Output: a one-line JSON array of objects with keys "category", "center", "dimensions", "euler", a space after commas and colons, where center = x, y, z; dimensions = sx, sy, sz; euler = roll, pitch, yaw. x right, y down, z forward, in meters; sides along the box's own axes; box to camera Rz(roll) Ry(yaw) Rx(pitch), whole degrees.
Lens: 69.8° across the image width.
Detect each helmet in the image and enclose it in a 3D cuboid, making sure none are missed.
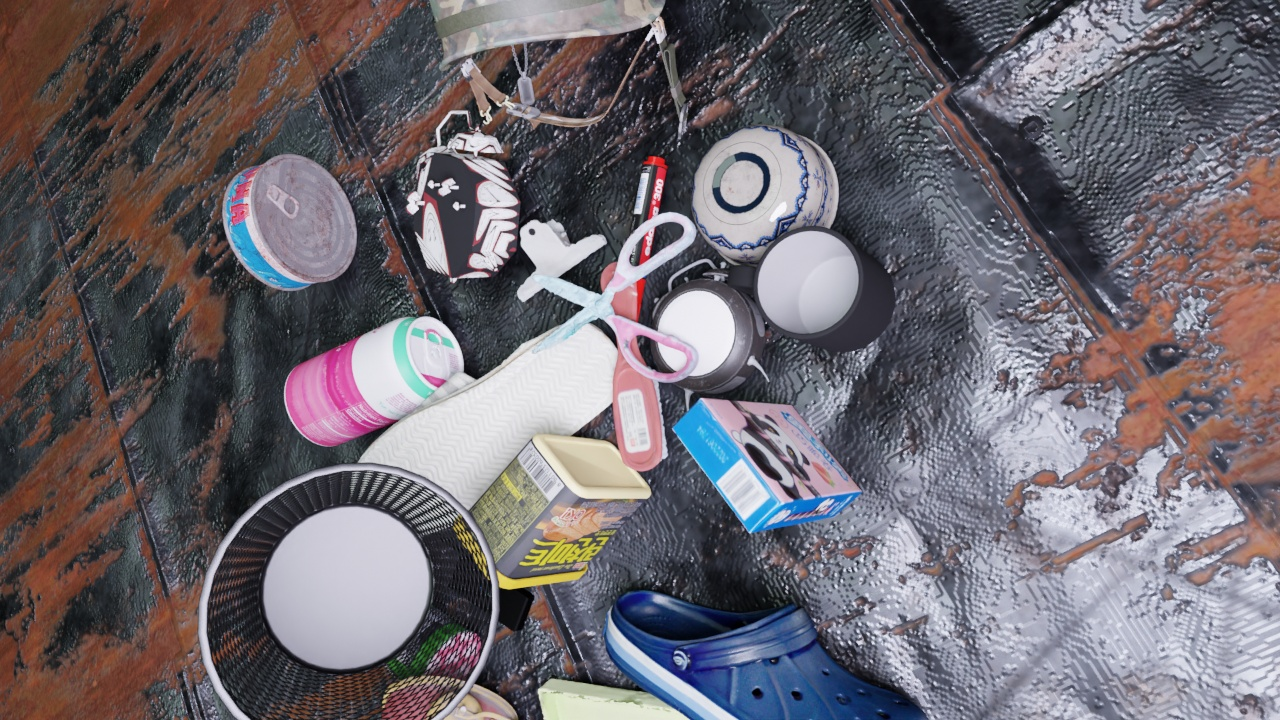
[{"category": "helmet", "center": [-0.072, -0.289, 0.750], "dimensions": [0.193, 0.223, 0.236], "euler": [-3, 108, 24]}]

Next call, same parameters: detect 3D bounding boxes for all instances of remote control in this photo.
[{"category": "remote control", "center": [-0.161, 0.197, 0.846], "dimensions": [0.150, 0.013, 0.034], "euler": [24, 97, 30]}]

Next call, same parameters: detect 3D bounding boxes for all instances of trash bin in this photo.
[{"category": "trash bin", "center": [-0.216, 0.175, 0.684], "dimensions": [0.210, 0.184, 0.184], "euler": [153, 115, -69]}]

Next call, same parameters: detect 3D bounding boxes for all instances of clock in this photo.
[{"category": "clock", "center": [-0.170, -0.152, 0.836], "dimensions": [0.115, 0.064, 0.154], "euler": [-8, 90, 49]}, {"category": "clock", "center": [-0.155, 0.322, 0.752], "dimensions": [0.159, 0.117, 0.081], "euler": [-29, 32, 30]}, {"category": "clock", "center": [0.050, -0.024, 0.732], "dimensions": [0.091, 0.043, 0.122], "euler": [-27, 72, 25]}]

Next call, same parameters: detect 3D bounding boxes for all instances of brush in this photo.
[{"category": "brush", "center": [-0.005, 0.004, 0.758], "dimensions": [0.041, 0.030, 0.172], "euler": [-9, 87, 24]}]

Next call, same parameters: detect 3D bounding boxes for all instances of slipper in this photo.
[{"category": "slipper", "center": [0.081, 0.216, 0.651], "dimensions": [0.253, 0.105, 0.095], "euler": [16, 100, 33]}, {"category": "slipper", "center": [-0.133, 0.059, 0.806], "dimensions": [0.273, 0.054, 0.114], "euler": [-32, 93, 10]}]

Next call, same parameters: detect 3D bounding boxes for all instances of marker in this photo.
[{"category": "marker", "center": [0.000, -0.101, 0.781], "dimensions": [0.021, 0.023, 0.145], "euler": [11, 90, 7]}]

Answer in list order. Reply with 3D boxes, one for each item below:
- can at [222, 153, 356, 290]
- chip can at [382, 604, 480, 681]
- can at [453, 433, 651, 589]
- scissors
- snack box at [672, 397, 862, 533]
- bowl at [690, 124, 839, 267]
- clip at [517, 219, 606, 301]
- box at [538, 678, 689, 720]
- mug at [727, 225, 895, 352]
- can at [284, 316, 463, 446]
[{"category": "can", "center": [-0.350, -0.138, 0.924], "dimensions": [0.044, 0.129, 0.130], "euler": [-11, 79, 28]}, {"category": "chip can", "center": [-0.253, 0.231, 0.861], "dimensions": [0.223, 0.075, 0.075], "euler": [24, 97, 30]}, {"category": "can", "center": [-0.066, 0.118, 0.734], "dimensions": [0.101, 0.130, 0.072], "euler": [-48, 64, 13]}, {"category": "scissors", "center": [-0.014, -0.056, 0.736], "dimensions": [0.171, 0.014, 0.168], "euler": [26, 93, 28]}, {"category": "snack box", "center": [0.092, 0.070, 0.635], "dimensions": [0.033, 0.154, 0.088], "euler": [-46, 64, 20]}, {"category": "bowl", "center": [0.089, -0.130, 0.712], "dimensions": [0.116, 0.059, 0.115], "euler": [-4, 83, 29]}, {"category": "clip", "center": [-0.081, -0.102, 0.832], "dimensions": [0.102, 0.040, 0.054], "euler": [-32, 88, 22]}, {"category": "box", "center": [0.003, 0.327, 0.720], "dimensions": [0.188, 0.048, 0.140], "euler": [-6, 78, 29]}, {"category": "mug", "center": [0.119, -0.052, 0.670], "dimensions": [0.114, 0.088, 0.078], "euler": [12, 91, 30]}, {"category": "can", "center": [-0.256, 0.020, 0.876], "dimensions": [0.166, 0.088, 0.088], "euler": [-21, 75, 26]}]
